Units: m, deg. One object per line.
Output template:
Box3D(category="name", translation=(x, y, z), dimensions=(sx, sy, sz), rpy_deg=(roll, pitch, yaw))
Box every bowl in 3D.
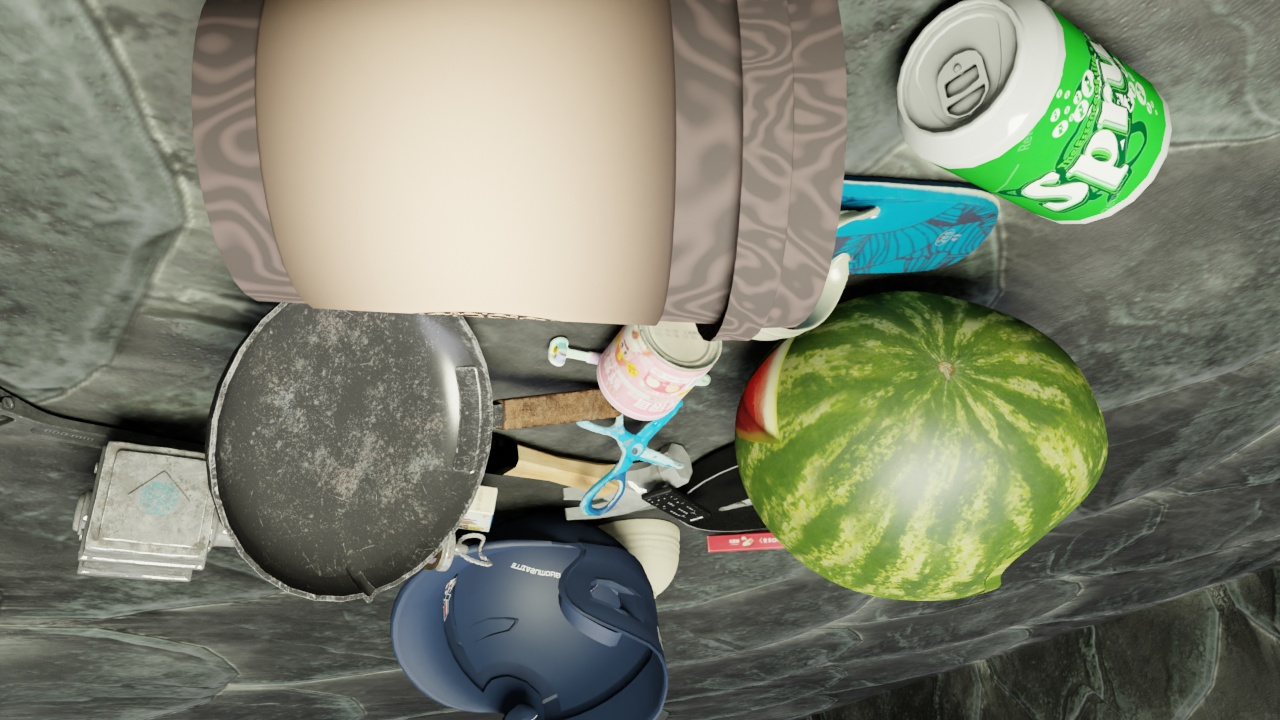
Box3D(category="bowl", translation=(-0.020, 0.251, 1.092), dimensions=(0.150, 0.075, 0.151), rpy_deg=(-9, 152, -5))

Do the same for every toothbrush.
Box3D(category="toothbrush", translation=(-0.004, 0.004, 0.717), dimensions=(0.154, 0.022, 0.015), rpy_deg=(11, -179, -37))

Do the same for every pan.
Box3D(category="pan", translation=(0.196, 0.142, 1.016), dimensions=(0.355, 0.034, 0.226), rpy_deg=(14, 143, -38))
Box3D(category="pan", translation=(-0.130, 0.041, 0.631), dimensions=(0.040, 0.207, 0.356), rpy_deg=(6, -174, 36))

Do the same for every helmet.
Box3D(category="helmet", translation=(-0.114, 0.261, 0.934), dimensions=(0.272, 0.223, 0.233), rpy_deg=(13, 114, -23))
Box3D(category="helmet", translation=(0.192, 0.060, 0.679), dimensions=(0.243, 0.212, 0.248), rpy_deg=(12, 152, -2))

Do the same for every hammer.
Box3D(category="hammer", translation=(-0.106, 0.090, 0.813), dimensions=(0.131, 0.039, 0.327), rpy_deg=(-32, 145, 35))
Box3D(category="hammer", translation=(-0.269, 0.140, 0.741), dimensions=(0.325, 0.079, 0.177), rpy_deg=(13, 157, -28))

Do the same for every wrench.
Box3D(category="wrench", translation=(-0.393, 0.057, 0.673), dimensions=(0.073, 0.018, 0.273), rpy_deg=(-29, 148, 30))

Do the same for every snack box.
Box3D(category="snack box", translation=(-0.202, 0.121, 0.797), dimensions=(0.150, 0.026, 0.082), rpy_deg=(9, 157, -7))
Box3D(category="snack box", translation=(0.154, 0.213, 1.092), dimensions=(0.133, 0.021, 0.089), rpy_deg=(-8, 170, 18))

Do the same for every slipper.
Box3D(category="slipper", translation=(0.098, -0.066, 0.586), dimensions=(0.294, 0.060, 0.118), rpy_deg=(-5, 147, -12))

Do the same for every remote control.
Box3D(category="remote control", translation=(0.038, 0.145, 0.913), dimensions=(0.030, 0.009, 0.140), rpy_deg=(-19, 156, 14))

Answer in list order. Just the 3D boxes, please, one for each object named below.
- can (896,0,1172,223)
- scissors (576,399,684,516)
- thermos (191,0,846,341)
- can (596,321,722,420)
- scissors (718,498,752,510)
Box3D(category="can", translation=(0.206, -0.128, 0.480), dimensions=(0.139, 0.087, 0.088), rpy_deg=(12, 144, -36))
Box3D(category="scissors", translation=(-0.016, 0.082, 0.802), dimensions=(0.134, 0.011, 0.140), rpy_deg=(25, 104, -37))
Box3D(category="thermos", translation=(-0.048, -0.091, 0.388), dimensions=(0.226, 0.172, 0.173), rpy_deg=(-2, 150, -5))
Box3D(category="can", translation=(0.012, -0.002, 0.659), dimensions=(0.067, 0.067, 0.076), rpy_deg=(5, 147, -27))
Box3D(category="scissors", translation=(0.193, 0.127, 0.938), dimensions=(0.225, 0.016, 0.230), rpy_deg=(-20, 148, 15))
